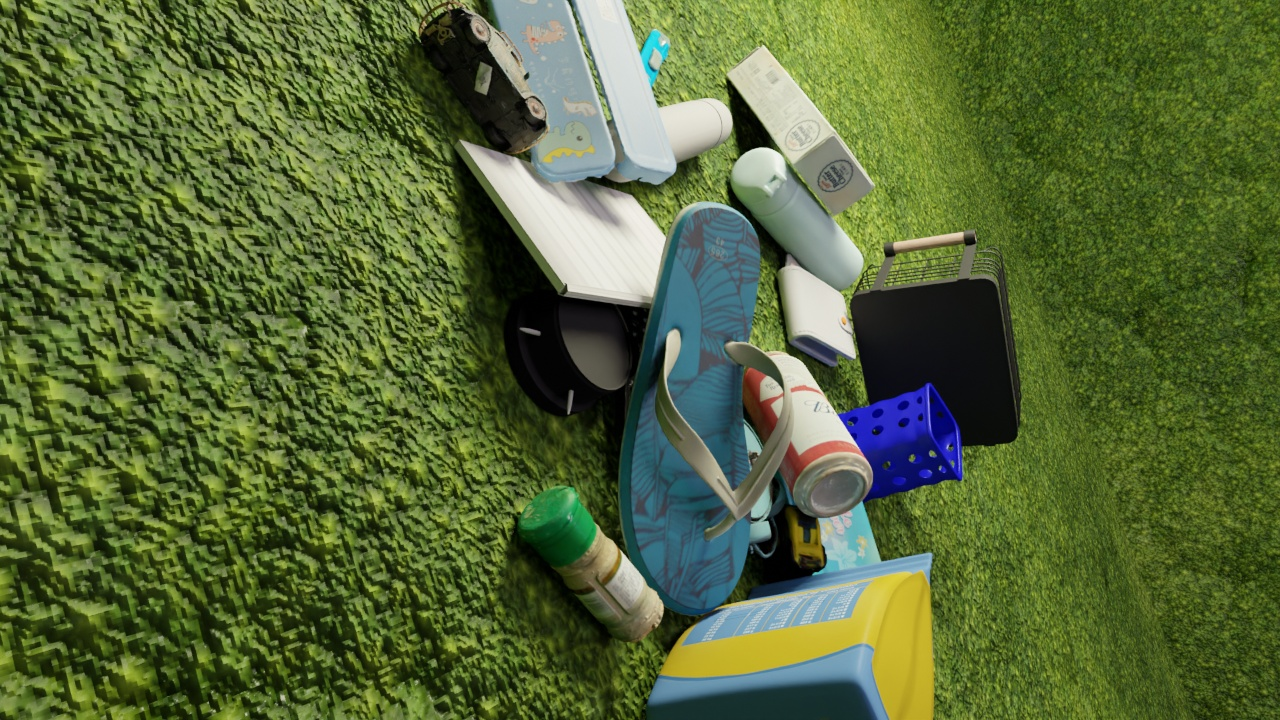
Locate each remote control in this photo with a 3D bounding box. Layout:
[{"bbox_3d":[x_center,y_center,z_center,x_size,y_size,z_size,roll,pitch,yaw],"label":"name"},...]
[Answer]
[{"bbox_3d":[-0.004,0.004,0.704,0.047,0.022,0.150,34,47,-44],"label":"remote control"}]

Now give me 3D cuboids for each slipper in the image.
[{"bbox_3d":[0.048,0.033,0.638,0.118,0.060,0.295,7,87,-29],"label":"slipper"}]

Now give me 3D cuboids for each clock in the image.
[{"bbox_3d":[-0.041,-0.016,0.635,0.091,0.043,0.120,62,32,-11],"label":"clock"},{"bbox_3d":[0.075,0.102,0.734,0.124,0.053,0.089,61,33,-11],"label":"clock"}]

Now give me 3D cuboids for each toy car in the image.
[{"bbox_3d":[-0.104,-0.203,0.646,0.112,0.047,0.047,54,39,-24],"label":"toy car"}]

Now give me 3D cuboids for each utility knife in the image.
[{"bbox_3d":[0.008,-0.285,0.904,0.031,0.015,0.174,45,40,-27],"label":"utility knife"}]

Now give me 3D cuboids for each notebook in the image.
[{"bbox_3d":[-0.028,-0.091,0.681,0.209,0.009,0.142,3,45,-57],"label":"notebook"}]

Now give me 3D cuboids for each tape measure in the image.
[{"bbox_3d":[0.128,0.155,0.772,0.038,0.067,0.062,12,54,-12],"label":"tape measure"}]

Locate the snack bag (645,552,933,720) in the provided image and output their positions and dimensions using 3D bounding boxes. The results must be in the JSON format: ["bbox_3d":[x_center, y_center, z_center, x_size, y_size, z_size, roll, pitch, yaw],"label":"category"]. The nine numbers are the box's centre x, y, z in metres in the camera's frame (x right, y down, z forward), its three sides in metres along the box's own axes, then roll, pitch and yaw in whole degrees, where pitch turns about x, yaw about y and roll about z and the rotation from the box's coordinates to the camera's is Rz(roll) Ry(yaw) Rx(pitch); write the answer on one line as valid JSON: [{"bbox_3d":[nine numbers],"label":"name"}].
[{"bbox_3d":[0.117,0.203,0.636,0.102,0.159,0.204,65,30,-10],"label":"snack bag"}]

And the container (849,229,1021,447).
[{"bbox_3d":[0.358,-0.017,1.101,0.130,0.163,0.241,-49,127,-56],"label":"container"}]

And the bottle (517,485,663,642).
[{"bbox_3d":[-0.029,0.128,0.569,0.111,0.043,0.043,54,34,-24],"label":"bottle"}]

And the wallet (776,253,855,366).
[{"bbox_3d":[0.196,-0.061,1.039,0.118,0.038,0.115,22,53,-46],"label":"wallet"}]

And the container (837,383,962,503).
[{"bbox_3d":[0.274,0.092,0.989,0.084,0.114,0.084,50,36,-28],"label":"container"}]

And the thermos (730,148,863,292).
[{"bbox_3d":[0.178,-0.157,1.040,0.206,0.065,0.078,38,8,-40],"label":"thermos"}]

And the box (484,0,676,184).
[{"bbox_3d":[-0.047,-0.232,0.714,0.127,0.034,0.209,-6,71,-34],"label":"box"}]

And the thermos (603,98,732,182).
[{"bbox_3d":[0.028,-0.209,0.851,0.052,0.052,0.223,64,31,-7],"label":"thermos"}]

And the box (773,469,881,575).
[{"bbox_3d":[0.200,0.187,0.868,0.181,0.072,0.227,1,70,-56],"label":"box"}]

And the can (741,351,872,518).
[{"bbox_3d":[0.138,0.060,0.793,0.067,0.067,0.170,45,13,-33],"label":"can"}]

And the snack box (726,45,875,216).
[{"bbox_3d":[0.181,-0.266,1.053,0.104,0.058,0.207,37,22,-43],"label":"snack box"}]
